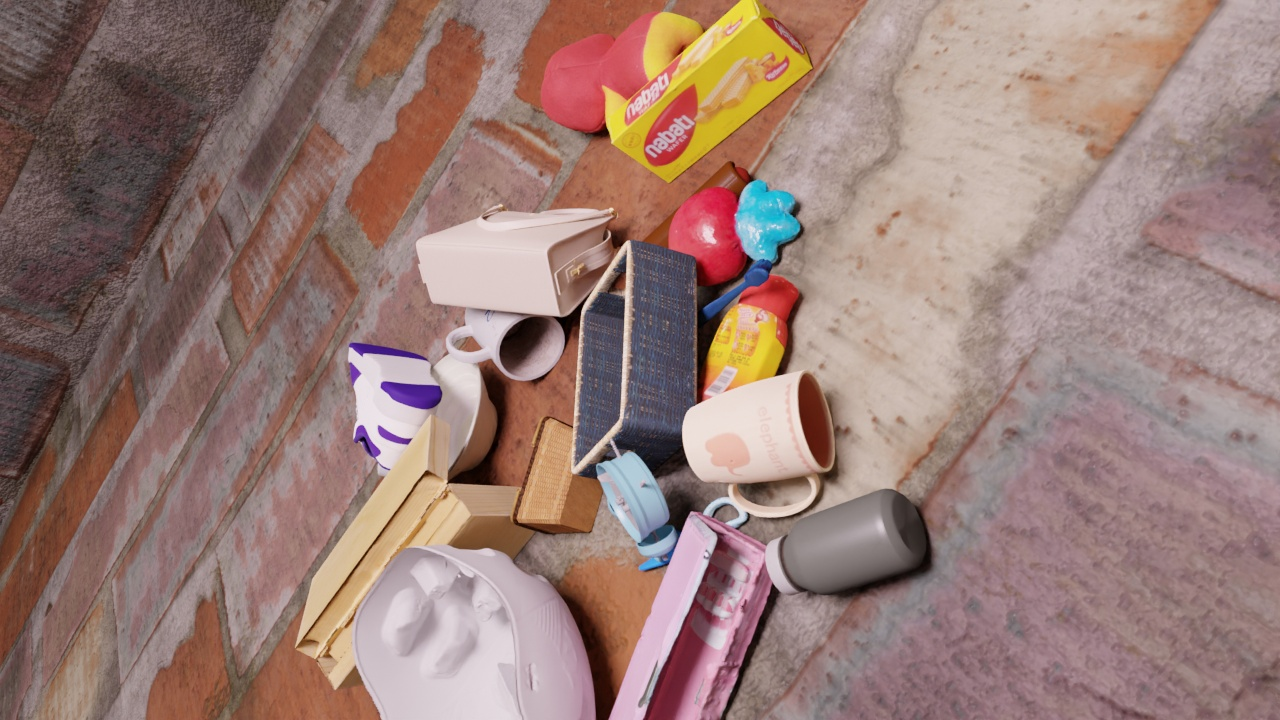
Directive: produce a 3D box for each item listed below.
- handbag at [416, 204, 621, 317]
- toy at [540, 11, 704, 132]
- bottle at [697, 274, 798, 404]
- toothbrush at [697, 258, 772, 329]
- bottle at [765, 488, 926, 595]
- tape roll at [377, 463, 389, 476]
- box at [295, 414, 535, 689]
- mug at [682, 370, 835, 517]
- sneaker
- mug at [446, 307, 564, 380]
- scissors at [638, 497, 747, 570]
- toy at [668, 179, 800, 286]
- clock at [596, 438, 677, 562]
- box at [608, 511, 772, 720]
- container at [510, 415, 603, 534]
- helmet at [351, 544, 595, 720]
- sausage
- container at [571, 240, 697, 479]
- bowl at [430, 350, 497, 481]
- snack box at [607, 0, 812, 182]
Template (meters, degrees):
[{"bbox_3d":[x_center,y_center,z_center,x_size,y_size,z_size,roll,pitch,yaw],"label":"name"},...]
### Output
[{"bbox_3d":[-0.114,-0.129,1.020,0.195,0.101,0.197,7,32,30],"label":"handbag"},{"bbox_3d":[-0.032,-0.337,1.086,0.217,0.098,0.147,-3,60,41],"label":"toy"},{"bbox_3d":[0.095,-0.012,0.809,0.071,0.048,0.134,17,83,54],"label":"bottle"},{"bbox_3d":[0.066,-0.049,0.831,0.017,0.016,0.190,-61,11,-27],"label":"toothbrush"},{"bbox_3d":[0.147,0.136,0.666,0.109,0.060,0.060,-29,51,34],"label":"bottle"},{"bbox_3d":[-0.313,0.102,1.166,0.094,0.019,0.094,-171,92,-84],"label":"tape roll"},{"bbox_3d":[-0.244,0.207,0.952,0.179,0.141,0.249,40,103,10],"label":"box"},{"bbox_3d":[0.097,0.072,0.734,0.104,0.085,0.111,-14,100,27],"label":"mug"},{"bbox_3d":[-0.299,0.055,1.087,0.244,0.091,0.111,34,110,60],"label":"sneaker"},{"bbox_3d":[-0.161,-0.029,1.044,0.119,0.083,0.096,-22,36,-20],"label":"mug"},{"bbox_3d":[0.045,0.154,0.801,0.131,0.018,0.109,17,81,49],"label":"scissors"},{"bbox_3d":[0.086,-0.123,0.872,0.133,0.062,0.092,-13,86,22],"label":"toy"},{"bbox_3d":[-0.005,0.128,0.781,0.042,0.123,0.087,-28,43,-15],"label":"clock"},{"bbox_3d":[0.018,0.238,0.725,0.099,0.080,0.232,24,92,48],"label":"box"},{"bbox_3d":[-0.074,0.118,0.914,0.061,0.063,0.113,5,74,40],"label":"container"},{"bbox_3d":[-0.138,0.297,0.785,0.225,0.183,0.282,-58,32,29],"label":"helmet"},{"bbox_3d":[0.051,-0.140,0.933,0.156,0.040,0.040,-41,45,24],"label":"sausage"},{"bbox_3d":[-0.005,0.005,0.852,0.146,0.071,0.187,131,146,-57],"label":"container"},{"bbox_3d":[-0.216,0.080,1.079,0.177,0.057,0.176,-30,48,39],"label":"bowl"},{"bbox_3d":[0.067,-0.273,0.943,0.201,0.092,0.042,-34,48,31],"label":"snack box"}]
